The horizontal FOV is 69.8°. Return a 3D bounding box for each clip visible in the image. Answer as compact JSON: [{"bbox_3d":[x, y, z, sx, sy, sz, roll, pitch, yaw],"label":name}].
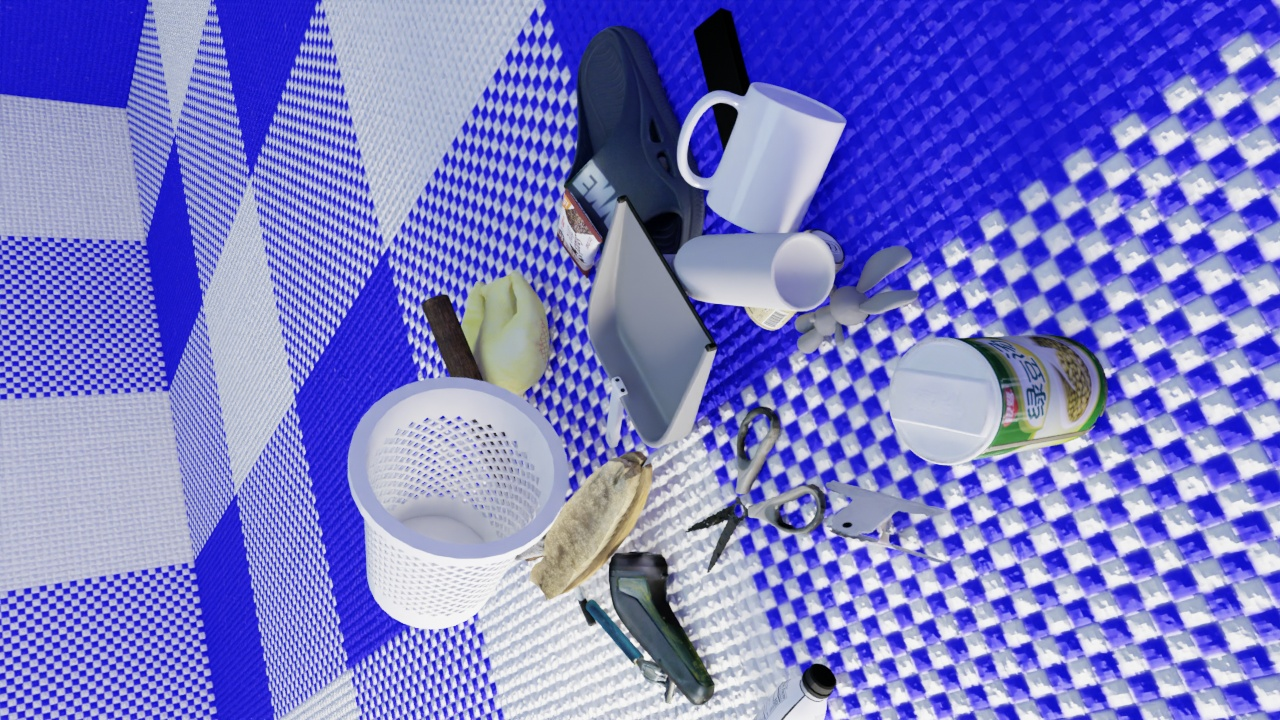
[{"bbox_3d":[0.162,0.113,0.642,0.102,0.052,0.057,8,59,51],"label":"clip"}]

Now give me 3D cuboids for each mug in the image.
[{"bbox_3d":[0.081,-0.151,0.671,0.073,0.110,0.091,-100,28,-59],"label":"mug"}]

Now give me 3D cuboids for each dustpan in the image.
[{"bbox_3d":[-0.005,0.005,0.806,0.258,0.033,0.163,100,147,-55],"label":"dustpan"}]

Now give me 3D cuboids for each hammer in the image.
[{"bbox_3d":[-0.139,0.061,0.953,0.218,0.037,0.300,-23,89,44],"label":"hammer"}]

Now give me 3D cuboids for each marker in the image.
[{"bbox_3d":[-0.080,0.213,0.979,0.011,0.011,0.152,-53,53,39],"label":"marker"}]

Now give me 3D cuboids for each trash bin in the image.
[{"bbox_3d":[-0.188,0.154,0.889,0.195,0.195,0.200,60,145,30],"label":"trash bin"}]

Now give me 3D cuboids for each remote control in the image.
[{"bbox_3d":[0.075,-0.213,0.750,0.035,0.013,0.150,-25,73,46],"label":"remote control"}]

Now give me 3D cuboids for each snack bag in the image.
[{"bbox_3d":[-0.059,-0.115,0.858,0.057,0.013,0.158,55,170,0],"label":"snack bag"}]

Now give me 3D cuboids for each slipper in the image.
[{"bbox_3d":[-0.020,-0.187,0.821,0.111,0.083,0.268,-33,65,46],"label":"slipper"}]

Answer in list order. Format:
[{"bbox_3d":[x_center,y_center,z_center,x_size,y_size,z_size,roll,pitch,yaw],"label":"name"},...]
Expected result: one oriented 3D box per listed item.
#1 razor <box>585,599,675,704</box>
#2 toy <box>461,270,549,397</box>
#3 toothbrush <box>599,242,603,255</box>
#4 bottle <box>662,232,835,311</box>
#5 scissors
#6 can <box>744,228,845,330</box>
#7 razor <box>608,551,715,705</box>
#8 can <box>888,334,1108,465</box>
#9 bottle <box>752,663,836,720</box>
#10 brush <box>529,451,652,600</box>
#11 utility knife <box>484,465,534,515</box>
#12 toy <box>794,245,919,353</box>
[{"bbox_3d":[-0.013,0.275,0.890,0.144,0.022,0.042,30,114,48],"label":"razor"},{"bbox_3d":[-0.156,-0.018,1.019,0.171,0.064,0.155,-5,87,54],"label":"toy"},{"bbox_3d":[-0.037,-0.119,0.900,0.017,0.016,0.189,0,93,62],"label":"toothbrush"},{"bbox_3d":[0.064,-0.068,0.687,0.195,0.052,0.052,14,103,63],"label":"bottle"},{"bbox_3d":[0.091,0.114,0.751,0.166,0.012,0.157,14,101,51],"label":"scissors"},{"bbox_3d":[0.115,-0.060,0.689,0.080,0.038,0.038,-48,56,42],"label":"can"},{"bbox_3d":[0.022,0.235,0.825,0.067,0.053,0.151,-48,60,20],"label":"razor"},{"bbox_3d":[0.202,0.019,0.516,0.067,0.120,0.067,5,97,52],"label":"can"},{"bbox_3d":[0.114,0.277,0.710,0.041,0.041,0.116,53,131,36],"label":"bottle"},{"bbox_3d":[-0.049,0.157,0.848,0.059,0.043,0.196,47,122,20],"label":"brush"},{"bbox_3d":[-0.147,0.148,1.056,0.179,0.015,0.022,-36,64,46],"label":"utility knife"},{"bbox_3d":[0.149,-0.039,0.654,0.112,0.030,0.049,-38,48,52],"label":"toy"}]
